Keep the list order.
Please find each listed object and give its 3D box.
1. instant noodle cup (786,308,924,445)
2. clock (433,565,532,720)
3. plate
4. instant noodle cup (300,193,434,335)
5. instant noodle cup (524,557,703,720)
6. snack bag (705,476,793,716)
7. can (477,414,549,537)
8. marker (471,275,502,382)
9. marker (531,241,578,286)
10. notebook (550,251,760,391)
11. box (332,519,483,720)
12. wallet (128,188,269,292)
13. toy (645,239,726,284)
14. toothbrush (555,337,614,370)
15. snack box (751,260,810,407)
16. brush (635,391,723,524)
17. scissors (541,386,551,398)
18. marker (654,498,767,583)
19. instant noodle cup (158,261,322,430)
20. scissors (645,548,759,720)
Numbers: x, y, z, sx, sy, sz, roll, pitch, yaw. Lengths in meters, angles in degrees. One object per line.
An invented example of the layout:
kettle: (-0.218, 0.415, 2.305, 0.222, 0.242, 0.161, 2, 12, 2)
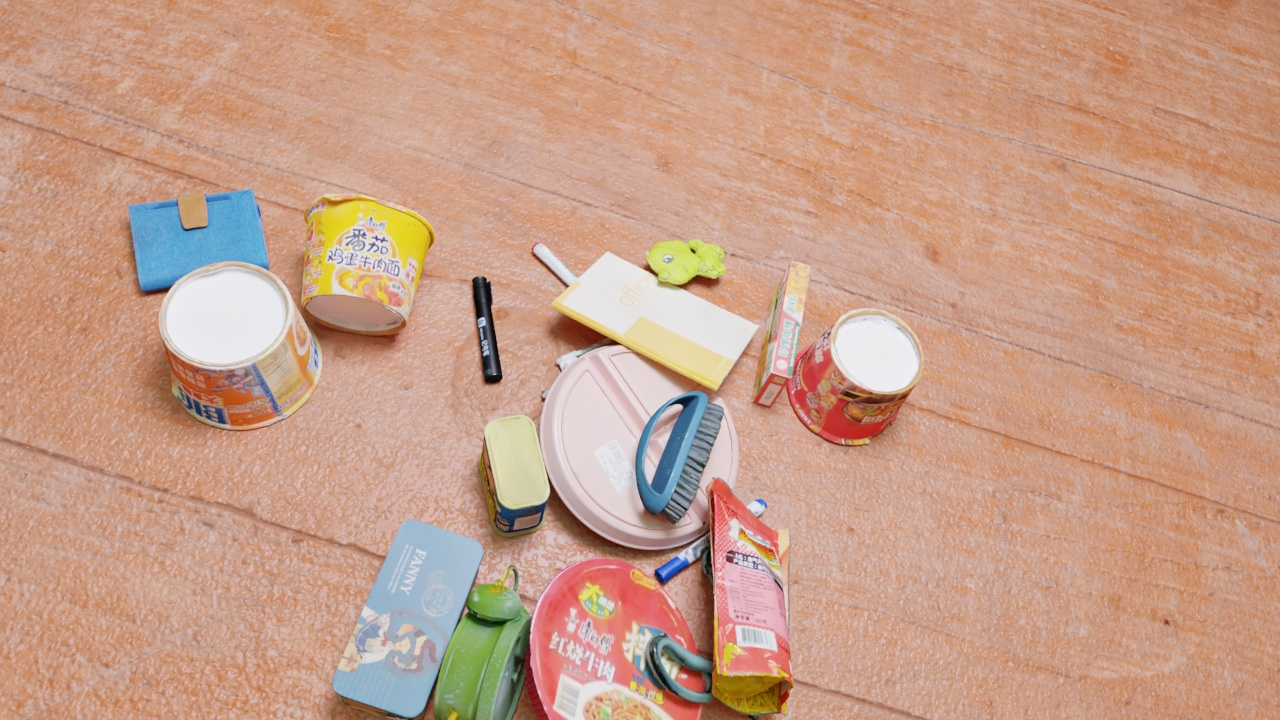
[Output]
instant noodle cup: (0.246, 0.012, 1.039, 0.138, 0.109, 0.137, 5, 61, -9)
clock: (-0.134, 0.264, 0.825, 0.056, 0.116, 0.161, 13, 63, 7)
plate: (0.006, 0.084, 0.970, 0.229, 0.028, 0.229, 10, 64, -21)
instant noodle cup: (-0.297, -0.096, 0.978, 0.138, 0.138, 0.109, 7, 69, -8)
instant noodle cup: (-0.035, 0.282, 0.833, 0.193, 0.066, 0.193, 26, 45, -30)
snack bag: (0.107, 0.225, 0.888, 0.128, 0.073, 0.207, 38, 37, -30)
can: (-0.127, 0.115, 0.922, 0.057, 0.083, 0.102, -10, 65, -16)
marker: (-0.172, -0.036, 1.031, 0.022, 0.020, 0.132, 12, 55, -39)
marker: (-0.075, -0.088, 1.080, 0.145, 0.017, 0.017, 44, 63, 13)
notebook: (0.020, -0.049, 1.042, 0.206, 0.010, 0.145, 27, 38, 10)
box: (-0.210, 0.237, 0.853, 0.090, 0.064, 0.183, 17, 62, -3)
wallet: (-0.485, -0.134, 1.011, 0.133, 0.040, 0.106, -12, 70, -18)
toy: (0.054, -0.121, 1.110, 0.100, 0.031, 0.096, 11, 40, -7)
toothbrush: (-0.016, -0.028, 1.061, 0.179, 0.016, 0.016, -25, 77, -22)
snack box: (0.163, -0.031, 1.062, 0.027, 0.077, 0.155, 16, 60, -2)
brush: (0.034, 0.090, 0.928, 0.073, 0.055, 0.143, 31, 59, -11)
scissors: (-0.004, 0.017, 1.039, 0.182, 0.015, 0.208, 29, 61, 4)
marker: (0.076, 0.188, 0.963, 0.145, 0.017, 0.017, -30, 72, -24)
instant noodle cup: (-0.405, -0.020, 0.922, 0.151, 0.112, 0.151, 5, 61, -9)
scissors: (0.067, 0.258, 0.887, 0.174, 0.019, 0.169, 19, 48, -35)
